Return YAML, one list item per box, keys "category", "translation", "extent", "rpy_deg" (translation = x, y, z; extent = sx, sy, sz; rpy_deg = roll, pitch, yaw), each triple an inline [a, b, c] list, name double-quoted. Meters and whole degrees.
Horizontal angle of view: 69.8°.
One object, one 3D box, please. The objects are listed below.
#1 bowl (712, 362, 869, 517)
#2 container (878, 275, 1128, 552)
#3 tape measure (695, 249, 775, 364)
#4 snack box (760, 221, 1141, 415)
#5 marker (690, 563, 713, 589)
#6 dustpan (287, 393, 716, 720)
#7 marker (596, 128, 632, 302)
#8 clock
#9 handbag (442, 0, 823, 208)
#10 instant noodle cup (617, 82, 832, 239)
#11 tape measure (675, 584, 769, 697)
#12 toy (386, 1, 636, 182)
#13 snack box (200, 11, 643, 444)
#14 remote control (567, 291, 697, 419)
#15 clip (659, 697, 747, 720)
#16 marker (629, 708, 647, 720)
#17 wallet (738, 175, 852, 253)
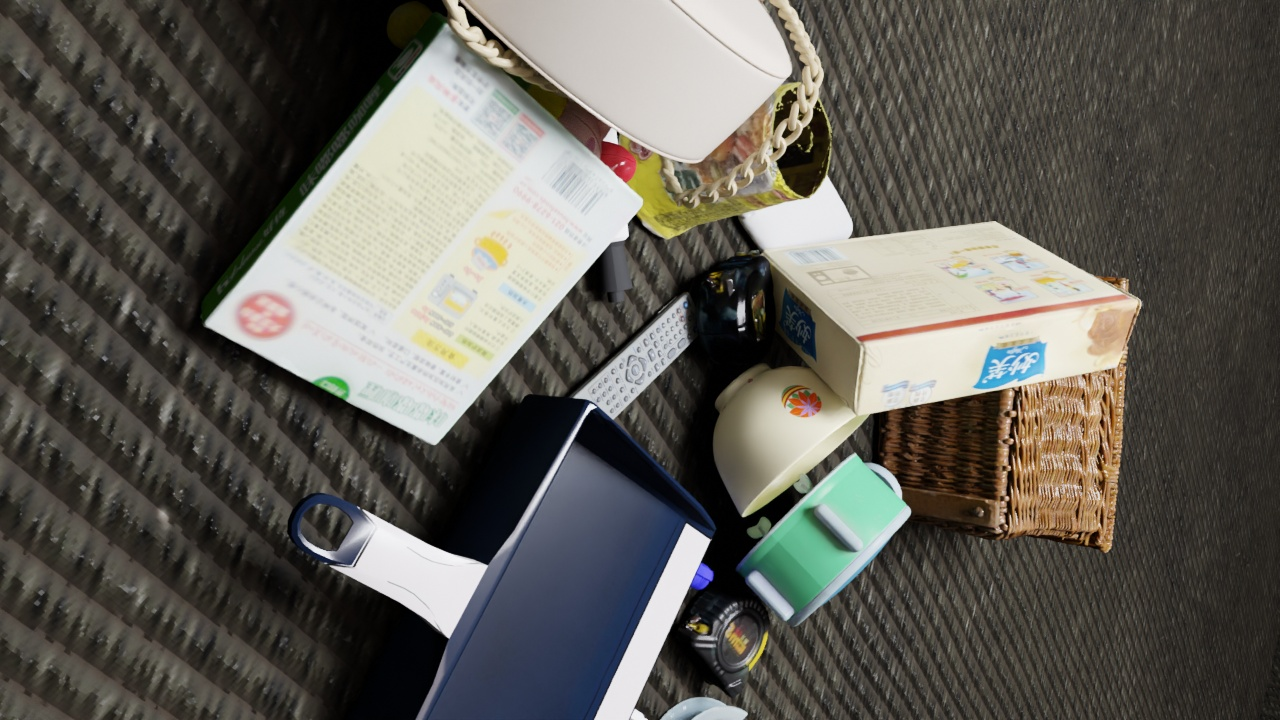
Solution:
- category: "bowl"
  translation: [0.093, 0.044, 0.646]
  extent: [0.117, 0.118, 0.074]
  rpy_deg: [-24, 68, -42]
- category: "container"
  translation: [0.314, 0.042, 0.822]
  extent: [0.182, 0.162, 0.250]
  rpy_deg: [1, 92, -40]
- category: "tape measure"
  translation: [0.067, -0.034, 0.636]
  extent: [0.071, 0.042, 0.072]
  rpy_deg: [-39, 125, -59]
- category: "snack box"
  translation: [0.208, -0.038, 0.647]
  extent: [0.207, 0.153, 0.055]
  rpy_deg: [-9, 121, -15]
- category: "marker"
  translation: [0.000, 0.121, 0.603]
  extent: [0.141, 0.020, 0.020]
  rpy_deg: [37, 67, -40]
- category: "dustpan"
  translation: [-0.070, 0.136, 0.476]
  extent: [0.273, 0.080, 0.235]
  rpy_deg: [38, 69, -29]
- category: "marker"
  translation: [-0.022, -0.098, 0.560]
  extent: [0.025, 0.025, 0.126]
  rpy_deg: [-17, 105, -43]
- category: "clock"
  translation: [0.137, 0.125, 0.680]
  extent: [0.122, 0.075, 0.161]
  rpy_deg: [-51, 163, 21]
- category: "handbag"
  translation: [-0.025, -0.194, 0.449]
  extent: [0.208, 0.104, 0.210]
  rpy_deg: [28, 34, -35]
- category: "instant noodle cup"
  translation: [0.055, -0.130, 0.577]
  extent: [0.102, 0.108, 0.102]
  rpy_deg: [-3, 94, -47]
- category: "tape measure"
  translation: [0.060, 0.194, 0.659]
  extent: [0.062, 0.038, 0.067]
  rpy_deg: [-46, 121, -23]
- category: "toy"
  translation: [-0.080, -0.114, 0.479]
  extent: [0.124, 0.097, 0.131]
  rpy_deg: [-46, 141, -7]
- category: "snack box"
  translation: [-0.097, -0.052, 0.432]
  extent: [0.168, 0.027, 0.132]
  rpy_deg: [-48, 130, 6]
- category: "remote control"
  translation: [-0.003, 0.003, 0.595]
  extent: [0.136, 0.013, 0.033]
  rpy_deg: [-42, 121, -35]
- category: "clip"
  translation: [0.018, 0.300, 0.629]
  extent: [0.163, 0.028, 0.108]
  rpy_deg: [-6, 96, -44]
- category: "marker"
  translation: [-0.038, 0.203, 0.570]
  extent: [0.133, 0.020, 0.017]
  rpy_deg: [47, 42, -36]
- category: "wallet"
  translation: [0.110, -0.113, 0.693]
  extent: [0.086, 0.032, 0.116]
  rpy_deg: [-49, 128, -18]
